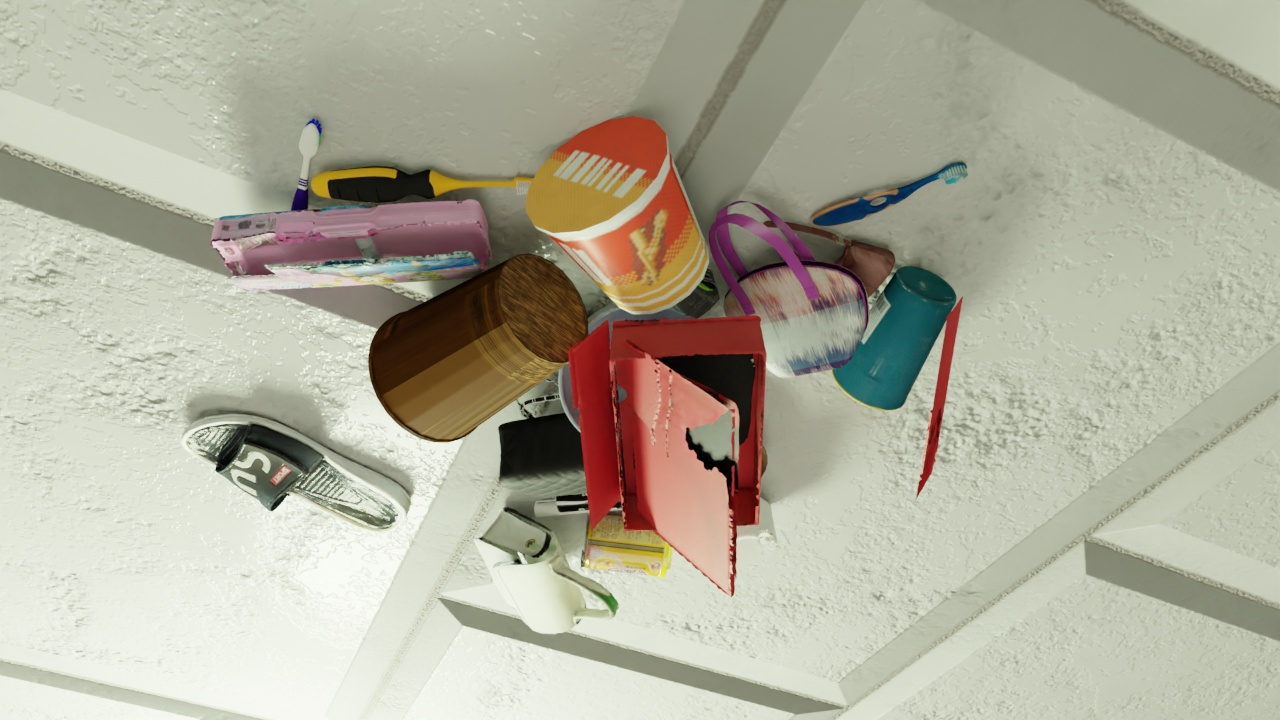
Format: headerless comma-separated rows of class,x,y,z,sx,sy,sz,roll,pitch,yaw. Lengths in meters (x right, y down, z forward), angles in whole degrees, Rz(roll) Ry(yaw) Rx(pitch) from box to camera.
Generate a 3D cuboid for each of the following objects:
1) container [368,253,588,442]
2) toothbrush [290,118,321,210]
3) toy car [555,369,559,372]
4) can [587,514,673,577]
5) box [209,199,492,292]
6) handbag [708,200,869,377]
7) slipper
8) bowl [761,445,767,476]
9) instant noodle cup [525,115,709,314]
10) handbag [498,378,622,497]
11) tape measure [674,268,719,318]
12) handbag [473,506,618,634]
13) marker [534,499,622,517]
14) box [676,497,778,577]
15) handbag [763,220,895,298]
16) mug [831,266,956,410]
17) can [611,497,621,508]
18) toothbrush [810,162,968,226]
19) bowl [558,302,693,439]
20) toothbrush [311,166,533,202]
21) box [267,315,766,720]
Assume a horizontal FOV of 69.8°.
container,-0.139,-0.014,0.819,0.168,0.131,0.132,-26,127,37
toothbrush,-0.302,-0.135,0.813,0.015,0.016,0.187,17,134,-13
toy car,-0.088,-0.011,0.909,0.107,0.027,0.060,24,130,-19
can,-0.016,0.220,1.095,0.105,0.067,0.068,7,133,-4
box,-0.248,-0.087,0.801,0.230,0.063,0.085,-4,150,-1
handbag,0.121,-0.069,0.816,0.145,0.067,0.170,-13,128,41
slipper,-0.391,0.141,1.046,0.263,0.063,0.111,30,127,-26
bowl,0.078,0.099,1.001,0.119,0.032,0.119,2,133,1
instant noodle cup,-0.009,-0.112,0.756,0.124,0.123,0.121,-18,137,19
handbag,-0.064,0.085,0.976,0.154,0.114,0.125,-12,157,9
tape measure,0.044,-0.071,0.823,0.058,0.065,0.036,30,120,-32
handbag,-0.106,0.268,1.088,0.176,0.073,0.151,18,141,30
marker,-0.060,0.170,1.086,0.134,0.017,0.020,-7,96,9
box,0.105,0.212,1.039,0.103,0.101,0.108,-17,157,19
handbag,0.163,-0.097,0.820,0.119,0.029,0.055,22,135,-11
mug,0.238,-0.023,0.854,0.078,0.078,0.122,13,127,-9
can,-0.056,0.157,1.062,0.080,0.031,0.031,-6,133,9
toothbrush,0.211,-0.139,0.782,0.135,0.017,0.021,-18,127,19
bowl,-0.005,0.005,0.875,0.150,0.074,0.151,-3,111,-8
toothbrush,-0.182,-0.151,0.785,0.196,0.030,0.031,-1,146,-2
box,-0.075,0.109,0.756,0.424,0.128,0.213,-22,131,-24
